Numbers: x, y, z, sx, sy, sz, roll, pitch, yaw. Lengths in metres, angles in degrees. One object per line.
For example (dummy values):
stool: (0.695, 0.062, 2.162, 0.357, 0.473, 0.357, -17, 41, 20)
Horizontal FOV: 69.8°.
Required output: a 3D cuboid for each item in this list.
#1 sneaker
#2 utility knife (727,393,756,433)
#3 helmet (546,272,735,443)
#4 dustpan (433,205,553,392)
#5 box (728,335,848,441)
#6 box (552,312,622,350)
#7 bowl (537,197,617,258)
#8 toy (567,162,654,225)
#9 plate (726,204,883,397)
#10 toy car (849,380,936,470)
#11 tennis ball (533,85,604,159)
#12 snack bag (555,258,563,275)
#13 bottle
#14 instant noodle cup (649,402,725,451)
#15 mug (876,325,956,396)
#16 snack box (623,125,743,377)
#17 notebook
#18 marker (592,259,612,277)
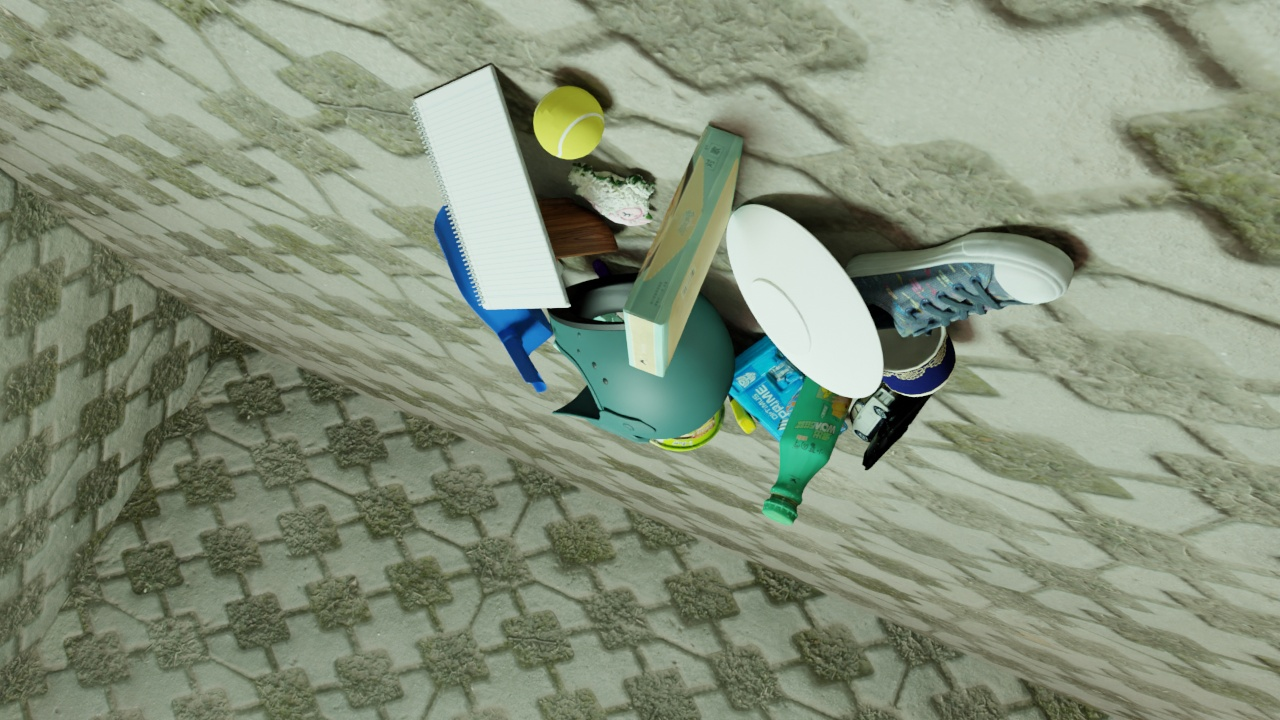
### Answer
sneaker: (0.273, -0.056, 0.833, 0.087, 0.079, 0.236, 35, 161, -29)
utility knife: (0.139, 0.058, 1.327, 0.029, 0.020, 0.172, 49, -170, -21)
helmet: (-0.007, 0.007, 1.175, 0.275, 0.175, 0.200, 6, 125, 39)
dustpan: (-0.175, -0.061, 1.262, 0.257, 0.059, 0.245, 54, -177, 37)
box: (0.187, 0.033, 1.297, 0.243, 0.094, 0.115, 42, -163, -43)
box: (-0.047, -0.006, 1.415, 0.077, 0.092, 0.188, 9, 157, 46)
bowl: (-0.103, -0.152, 1.064, 0.147, 0.069, 0.147, -7, -173, 1)
toy: (-0.026, -0.170, 0.989, 0.096, 0.041, 0.109, 18, 168, 18)
plate: (0.150, -0.050, 0.926, 0.229, 0.030, 0.230, 50, 164, 19)
toy car: (0.310, 0.067, 1.172, 0.071, 0.094, 0.192, 43, 168, 16)
tennis ball: (-0.066, -0.219, 0.846, 0.065, 0.065, 0.065, 23, 163, 7)
snack bag: (-0.162, -0.149, 1.243, 0.077, 0.036, 0.116, 15, 161, 33)
bottle: (0.214, 0.109, 1.185, 0.068, 0.209, 0.068, 23, 164, 7)
instant noodle cup: (0.060, 0.053, 1.374, 0.146, 0.145, 0.098, 23, 152, 8)
mug: (0.277, -0.017, 0.964, 0.089, 0.086, 0.111, 42, -168, -51)
snack box: (0.040, -0.095, 0.847, 0.044, 0.193, 0.141, 20, 163, 8)
notebook: (-0.164, -0.171, 0.977, 0.178, 0.013, 0.246, 3, 115, 52)
marker: (-0.033, -0.097, 1.249, 0.015, 0.018, 0.134, -5, 152, 22)
